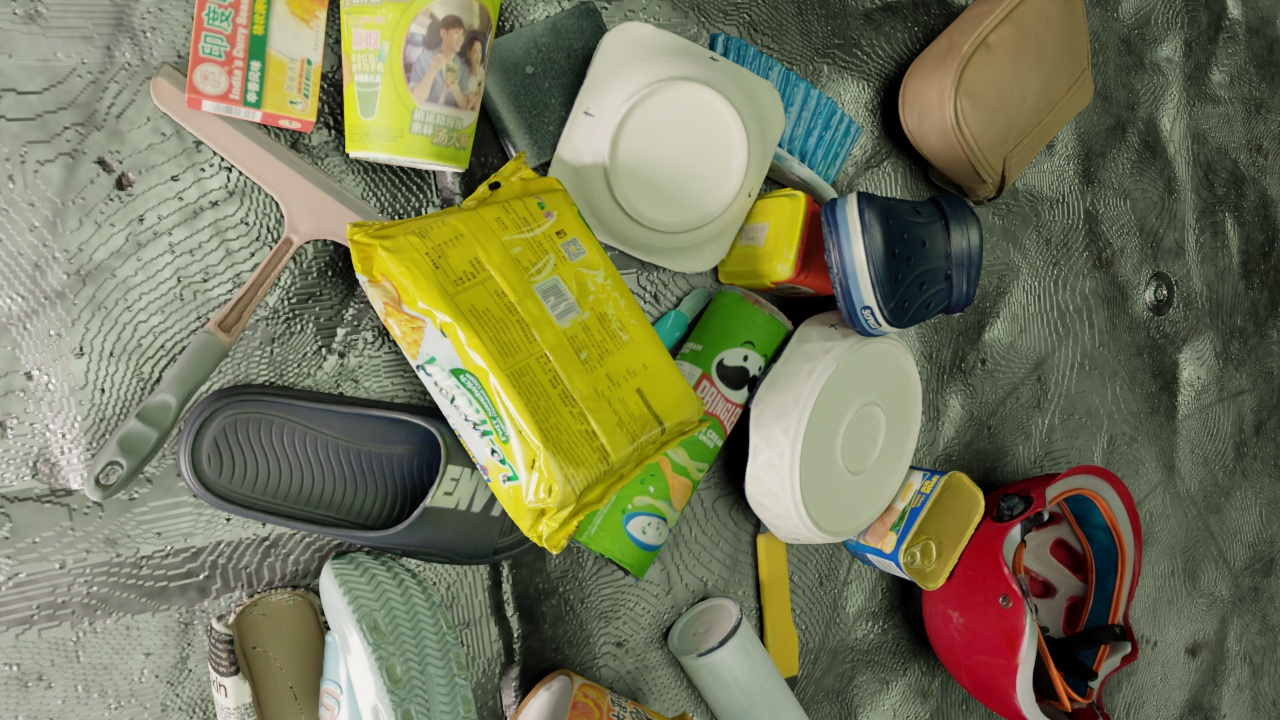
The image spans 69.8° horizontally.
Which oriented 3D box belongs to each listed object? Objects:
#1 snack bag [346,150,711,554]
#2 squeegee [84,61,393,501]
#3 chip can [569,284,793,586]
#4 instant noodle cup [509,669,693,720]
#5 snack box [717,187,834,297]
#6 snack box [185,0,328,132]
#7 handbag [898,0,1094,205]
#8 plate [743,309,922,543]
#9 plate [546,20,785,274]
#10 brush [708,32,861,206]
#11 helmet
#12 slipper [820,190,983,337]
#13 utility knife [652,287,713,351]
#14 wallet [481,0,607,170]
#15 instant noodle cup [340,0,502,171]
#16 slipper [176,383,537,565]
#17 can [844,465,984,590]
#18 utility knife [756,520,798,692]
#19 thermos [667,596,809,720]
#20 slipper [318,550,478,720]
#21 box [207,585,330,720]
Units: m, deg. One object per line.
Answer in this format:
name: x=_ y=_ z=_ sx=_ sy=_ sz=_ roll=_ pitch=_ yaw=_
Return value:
snack bag: x=-0.067 y=-0.015 z=0.618 sx=0.157 sy=0.068 sz=0.246 roll=-32 pitch=88 yaw=-33
squeegee: x=-0.263 y=-0.020 z=0.578 sx=0.247 sy=0.040 sz=0.249 roll=36 pitch=62 yaw=-19
chip can: x=0.030 y=0.055 z=0.716 sx=0.072 sy=0.072 sz=0.235 roll=37 pitch=77 yaw=-22
instant noodle cup: x=-0.040 y=0.299 z=0.666 sx=0.110 sy=0.138 sz=0.138 roll=37 pitch=76 yaw=-13
snack box: x=0.120 y=-0.091 z=0.744 sx=0.080 sy=0.091 sz=0.082 roll=16 pitch=83 yaw=-32
snack box: x=-0.242 y=-0.232 z=0.590 sx=0.077 sy=0.027 sz=0.155 roll=6 pitch=84 yaw=-26
handbag: x=0.322 y=-0.248 z=0.831 sx=0.204 sy=0.100 sz=0.148 roll=-43 pitch=116 yaw=-18
plate: x=0.168 y=0.060 z=0.761 sx=0.204 sy=0.046 sz=0.205 roll=-15 pitch=112 yaw=-40
plate: x=0.023 y=-0.153 z=0.687 sx=0.163 sy=0.034 sz=0.164 roll=18 pitch=103 yaw=-21
brush: x=0.163 y=-0.152 z=0.784 sx=0.314 sy=0.060 sz=0.109 roll=24 pitch=87 yaw=-27
helmet: x=0.349 y=0.209 z=0.839 sx=0.207 sy=0.144 sz=0.239 roll=49 pitch=58 yaw=-23
slipper: x=0.227 y=-0.079 z=0.722 sx=0.252 sy=0.095 sz=0.105 roll=-5 pitch=82 yaw=-54
utility knife: x=-0.004 y=0.004 z=0.729 sx=0.182 sy=0.013 sz=0.029 roll=-45 pitch=113 yaw=-16
wallet: x=-0.063 y=-0.206 z=0.690 sx=0.120 sy=0.019 sz=0.097 roll=-31 pitch=104 yaw=-23
instant noodle cup: x=-0.150 y=-0.190 z=0.605 sx=0.111 sy=0.112 sz=0.123 roll=3 pitch=98 yaw=-26
slipper: x=-0.167 y=0.083 z=0.618 sx=0.268 sy=0.083 sz=0.110 roll=14 pitch=88 yaw=-24
can: x=0.240 y=0.143 z=0.813 sx=0.057 sy=0.083 sz=0.102 roll=40 pitch=76 yaw=-21
utility knife: x=0.117 y=0.191 z=0.793 sx=0.033 sy=0.015 sz=0.202 roll=-7 pitch=96 yaw=-24
thermos: x=0.103 y=0.305 z=0.766 sx=0.073 sy=0.073 sz=0.224 roll=-37 pitch=107 yaw=-20
slipper: x=-0.160 y=0.246 z=0.608 sx=0.074 sy=0.104 sz=0.245 roll=-24 pitch=76 yaw=18
box: x=-0.229 y=0.232 z=0.601 sx=0.086 sy=0.076 sz=0.162 roll=-19 pitch=100 yaw=-36
